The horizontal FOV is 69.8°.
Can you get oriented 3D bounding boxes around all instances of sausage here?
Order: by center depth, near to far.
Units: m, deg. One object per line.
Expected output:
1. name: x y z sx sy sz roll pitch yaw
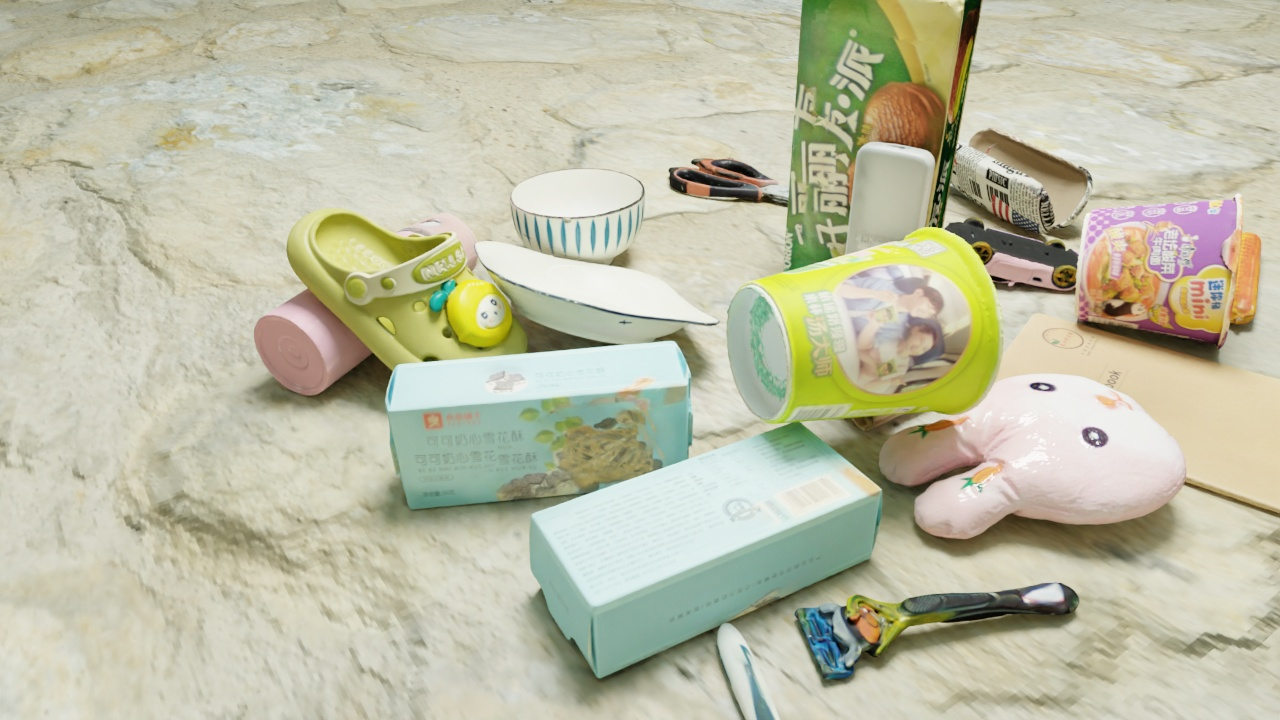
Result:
1. sausage: 0.484 -0.068 0.736 0.021 0.021 0.164 17 37 26

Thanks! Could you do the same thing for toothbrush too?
1. toothbrush: 0.065 0.179 0.377 0.016 0.018 0.191 -9 34 -11

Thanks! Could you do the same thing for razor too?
1. razor: 0.151 0.125 0.453 0.142 0.022 0.042 -6 34 -8

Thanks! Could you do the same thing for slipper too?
1. slipper: -0.154 -0.048 0.625 0.190 0.082 0.091 37 44 -1

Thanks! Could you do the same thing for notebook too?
1. notebook: 0.342 0.029 0.605 0.208 0.008 0.147 21 39 31

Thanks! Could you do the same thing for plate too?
1. plate: -0.039 -0.046 0.678 0.163 0.034 0.164 9 16 -23

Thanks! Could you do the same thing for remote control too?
1. remote control: 0.183 -0.094 0.685 0.056 0.136 0.020 17 35 28

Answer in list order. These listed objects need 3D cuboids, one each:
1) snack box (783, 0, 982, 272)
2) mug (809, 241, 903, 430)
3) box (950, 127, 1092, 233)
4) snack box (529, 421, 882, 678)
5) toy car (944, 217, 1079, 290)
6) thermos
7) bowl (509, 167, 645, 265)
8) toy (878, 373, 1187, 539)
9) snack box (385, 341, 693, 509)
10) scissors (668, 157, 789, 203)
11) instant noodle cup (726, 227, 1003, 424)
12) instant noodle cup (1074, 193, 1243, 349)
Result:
1. snack box: 0.179 -0.165 0.702 0.114 0.240 0.063 18 39 26
2. mug: 0.160 -0.019 0.635 0.103 0.084 0.124 -19 61 -27
3. box: 0.335 -0.172 0.862 0.087 0.076 0.163 5 30 -28
4. snack box: 0.035 0.092 0.481 0.174 0.052 0.074 -16 34 -23
5. toy car: 0.308 -0.084 0.759 0.122 0.037 0.056 15 37 2
6. thermos: -0.208 -0.054 0.707 0.087 0.067 0.198 10 36 22
7. bowl: -0.053 -0.117 0.798 0.116 0.066 0.116 -1 32 1
8. toy: 0.226 0.056 0.533 0.159 0.054 0.121 -16 34 -6
9. snack box: -0.058 0.038 0.549 0.175 0.074 0.051 -5 34 -5
10. scissors: 0.136 -0.177 0.929 0.208 0.015 0.185 -4 32 -3
11. instant noodle cup: 0.119 -0.014 0.523 0.123 0.112 0.111 -9 33 -18
12. instant noodle cup: 0.376 -0.068 0.672 0.099 0.112 0.111 8 33 29
